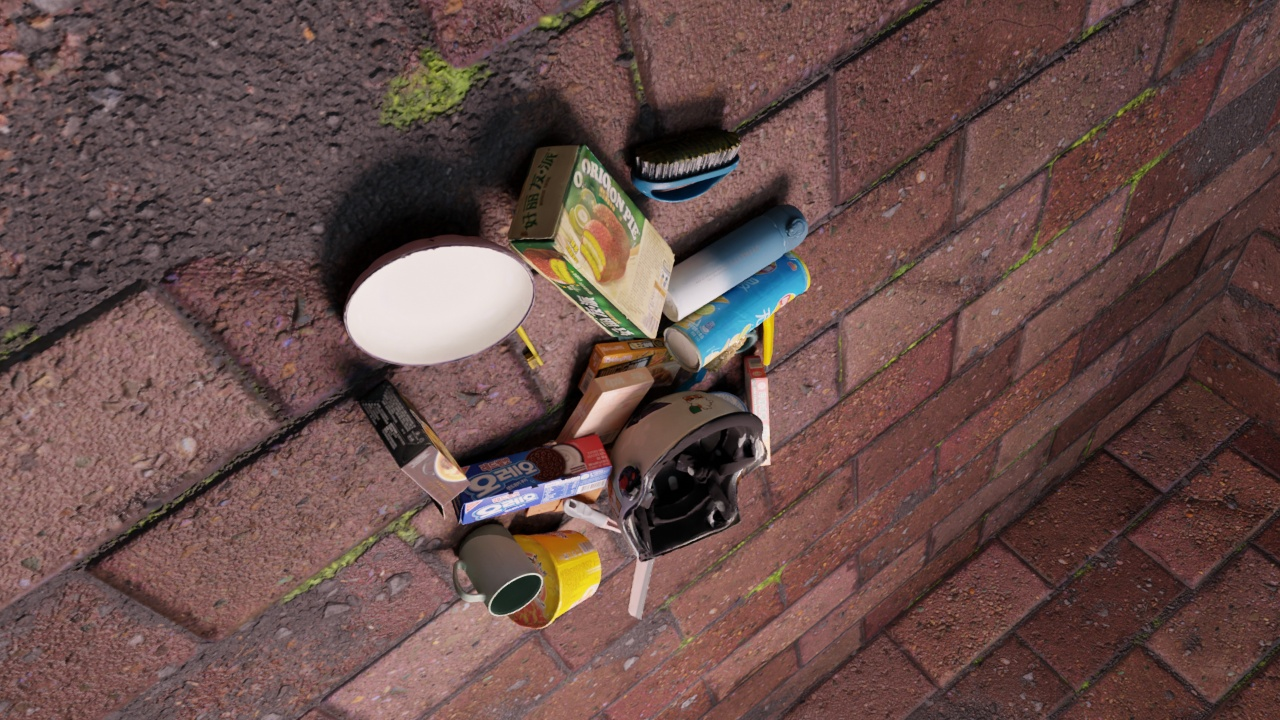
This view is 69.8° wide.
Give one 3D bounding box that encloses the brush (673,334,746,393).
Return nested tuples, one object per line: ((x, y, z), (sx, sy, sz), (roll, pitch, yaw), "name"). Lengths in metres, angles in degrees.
((0.069, 0.031, 1.327), (0.083, 0.046, 0.255), (-5, 140, -43), "brush")

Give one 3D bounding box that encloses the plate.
((-0.203, -0.065, 0.929), (0.192, 0.039, 0.193), (-15, 149, -10), "plate")

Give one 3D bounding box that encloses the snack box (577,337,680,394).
((-0.007, 0.007, 1.238), (0.153, 0.026, 0.075), (-7, 136, -39), "snack box")

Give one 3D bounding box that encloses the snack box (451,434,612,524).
((-0.143, 0.155, 1.201), (0.207, 0.058, 0.057), (-12, 146, -23), "snack box")

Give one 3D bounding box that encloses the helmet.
((0.046, 0.143, 1.293), (0.229, 0.157, 0.275), (-16, 133, -31), "helmet")

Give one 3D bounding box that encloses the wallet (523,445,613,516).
((-0.101, 0.172, 1.321), (0.131, 0.031, 0.108), (-1, 126, -43), "wallet")

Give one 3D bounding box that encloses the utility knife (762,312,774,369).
((0.187, -0.042, 1.357), (0.171, 0.015, 0.033), (82, 26, -49), "utility knife")

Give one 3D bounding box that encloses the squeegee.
((-0.050, 0.239, 1.368), (0.249, 0.040, 0.247), (35, 64, -50), "squeegee")

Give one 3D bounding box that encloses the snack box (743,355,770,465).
((0.180, 0.078, 1.420), (0.027, 0.077, 0.156), (-6, 117, 0), "snack box")

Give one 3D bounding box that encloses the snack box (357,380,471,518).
((-0.250, 0.100, 1.023), (0.053, 0.113, 0.126), (-39, 146, -7), "snack box")

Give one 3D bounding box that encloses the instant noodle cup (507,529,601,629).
((-0.133, 0.314, 1.357), (0.109, 0.138, 0.138), (-6, 131, -53), "instant noodle cup")

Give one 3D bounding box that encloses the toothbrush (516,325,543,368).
((-0.150, -0.046, 1.055), (0.016, 0.015, 0.190), (-32, 144, -6), "toothbrush")

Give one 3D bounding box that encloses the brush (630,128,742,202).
((0.051, -0.217, 1.040), (0.143, 0.055, 0.074), (-22, 139, -29), "brush")

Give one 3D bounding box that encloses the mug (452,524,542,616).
((-0.209, 0.291, 1.269), (0.111, 0.106, 0.082), (-14, 137, -36), "mug")

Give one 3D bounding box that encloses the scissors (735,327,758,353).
((0.142, -0.060, 1.329), (0.170, 0.019, 0.181), (-32, 145, -19), "scissors")

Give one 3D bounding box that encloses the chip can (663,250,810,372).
((0.130, -0.069, 1.220), (0.209, 0.071, 0.071), (-36, 145, -24), "chip can")

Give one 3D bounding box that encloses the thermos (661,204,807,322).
((0.118, -0.131, 1.187), (0.220, 0.070, 0.070), (-32, 144, -14), "thermos")

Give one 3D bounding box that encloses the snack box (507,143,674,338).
((-0.044, -0.121, 0.995), (0.240, 0.063, 0.114), (40, 59, -55), "snack box")

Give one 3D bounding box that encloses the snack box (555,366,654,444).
((-0.049, 0.069, 1.228), (0.084, 0.026, 0.158), (-12, 150, -35), "snack box")

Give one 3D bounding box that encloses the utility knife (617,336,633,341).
((-0.034, -0.068, 1.143), (0.031, 0.022, 0.212), (-33, 143, -7), "utility knife")

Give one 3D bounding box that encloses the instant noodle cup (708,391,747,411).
((0.128, 0.113, 1.438), (0.099, 0.099, 0.110), (-40, 153, -5), "instant noodle cup")
